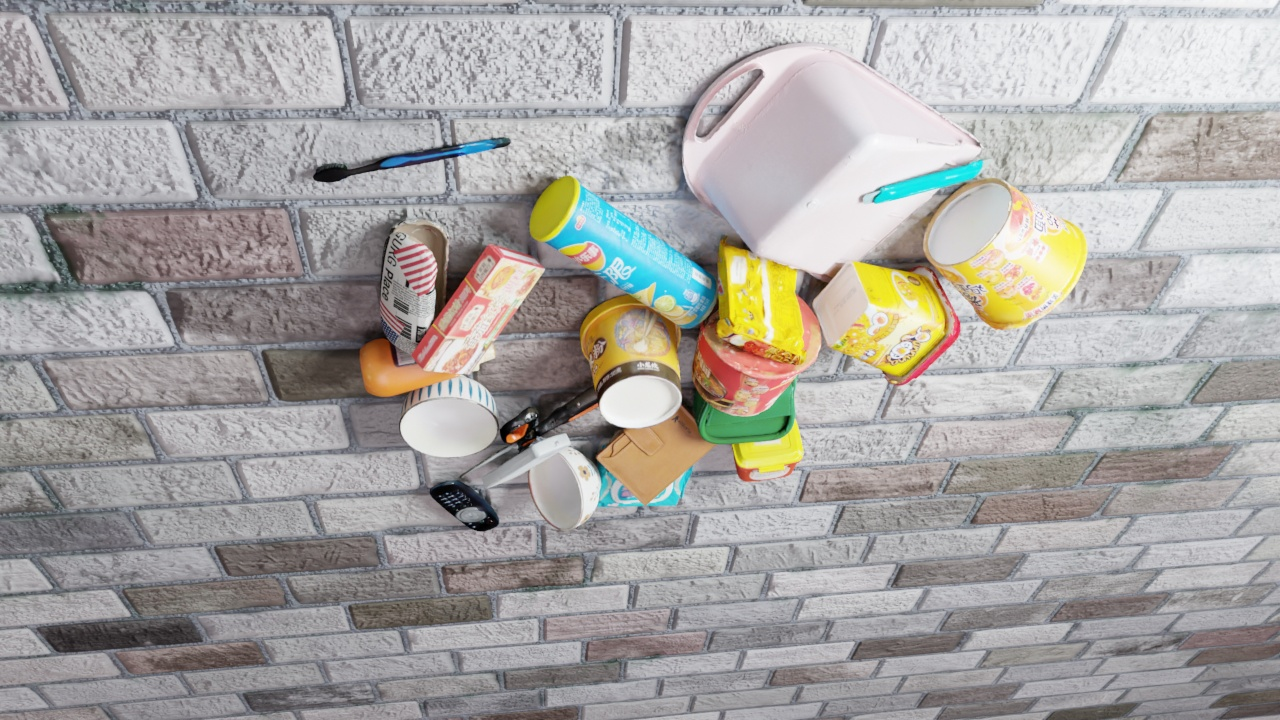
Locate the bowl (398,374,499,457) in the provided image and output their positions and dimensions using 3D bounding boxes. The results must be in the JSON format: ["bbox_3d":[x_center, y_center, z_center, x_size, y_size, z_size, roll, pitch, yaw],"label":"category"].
[{"bbox_3d":[-0.228,0.058,1.102,0.116,0.066,0.117,-4,138,-4],"label":"bowl"}]

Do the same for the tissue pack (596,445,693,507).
[{"bbox_3d":[0.004,0.160,1.269,0.133,0.050,0.093,-1,136,-10],"label":"tissue pack"}]

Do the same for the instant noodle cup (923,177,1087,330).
[{"bbox_3d":[0.378,-0.119,0.970,0.109,0.137,0.138,30,126,-26],"label":"instant noodle cup"}]

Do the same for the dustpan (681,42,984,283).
[{"bbox_3d":[0.181,-0.205,0.927,0.223,0.138,0.272,-44,156,30],"label":"dustpan"}]

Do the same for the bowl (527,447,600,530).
[{"bbox_3d":[-0.093,0.164,1.227,0.062,0.113,0.114,-19,151,-42],"label":"bowl"}]

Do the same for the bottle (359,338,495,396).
[{"bbox_3d":[-0.239,0.000,1.044,0.149,0.066,0.067,-9,139,-11],"label":"bottle"}]

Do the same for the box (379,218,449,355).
[{"bbox_3d":[-0.240,-0.067,0.952,0.075,0.082,0.164,8,138,-11],"label":"box"}]

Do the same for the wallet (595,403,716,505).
[{"bbox_3d":[0.021,0.115,1.198,0.132,0.031,0.108,-41,114,5],"label":"wallet"}]

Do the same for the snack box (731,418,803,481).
[{"bbox_3d":[0.167,0.122,1.236,0.091,0.082,0.080,-7,148,-1],"label":"snack box"}]

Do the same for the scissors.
[{"bbox_3d":[-0.129,0.083,1.131,0.220,0.021,0.234,-27,170,-10],"label":"scissors"}]

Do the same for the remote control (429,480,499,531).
[{"bbox_3d":[-0.246,0.200,1.288,0.053,0.024,0.136,-22,138,12],"label":"remote control"}]

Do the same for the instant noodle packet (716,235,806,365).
[{"bbox_3d":[0.126,-0.064,0.983,0.110,0.128,0.044,20,143,-26],"label":"instant noodle packet"}]

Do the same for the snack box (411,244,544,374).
[{"bbox_3d":[-0.171,-0.051,0.969,0.153,0.025,0.075,-51,154,16],"label":"snack box"}]

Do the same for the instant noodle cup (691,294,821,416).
[{"bbox_3d":[0.125,-0.008,1.049,0.138,0.137,0.109,2,145,-12],"label":"instant noodle cup"}]

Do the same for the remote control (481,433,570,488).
[{"bbox_3d":[-0.150,0.129,1.187,0.058,0.021,0.150,-18,169,-43],"label":"remote control"}]

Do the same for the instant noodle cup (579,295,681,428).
[{"bbox_3d":[-0.006,0.006,1.048,0.118,0.114,0.119,-5,139,-4],"label":"instant noodle cup"}]

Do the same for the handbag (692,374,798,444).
[{"bbox_3d":[0.133,0.044,1.158,0.131,0.067,0.120,-2,130,-6],"label":"handbag"}]

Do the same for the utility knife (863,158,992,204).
[{"bbox_3d":[0.285,-0.178,0.916,0.166,0.013,0.029,-18,153,-24],"label":"utility knife"}]

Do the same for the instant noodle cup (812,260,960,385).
[{"bbox_3d":[0.271,-0.049,1.032,0.123,0.115,0.116,14,133,-26],"label":"instant noodle cup"}]

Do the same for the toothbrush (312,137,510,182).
[{"bbox_3d":[-0.216,-0.192,0.870,0.189,0.016,0.014,-11,129,-2],"label":"toothbrush"}]

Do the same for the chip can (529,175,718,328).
[{"bbox_3d":[-0.013,-0.108,0.953,0.210,0.071,0.071,30,125,-36],"label":"chip can"}]
